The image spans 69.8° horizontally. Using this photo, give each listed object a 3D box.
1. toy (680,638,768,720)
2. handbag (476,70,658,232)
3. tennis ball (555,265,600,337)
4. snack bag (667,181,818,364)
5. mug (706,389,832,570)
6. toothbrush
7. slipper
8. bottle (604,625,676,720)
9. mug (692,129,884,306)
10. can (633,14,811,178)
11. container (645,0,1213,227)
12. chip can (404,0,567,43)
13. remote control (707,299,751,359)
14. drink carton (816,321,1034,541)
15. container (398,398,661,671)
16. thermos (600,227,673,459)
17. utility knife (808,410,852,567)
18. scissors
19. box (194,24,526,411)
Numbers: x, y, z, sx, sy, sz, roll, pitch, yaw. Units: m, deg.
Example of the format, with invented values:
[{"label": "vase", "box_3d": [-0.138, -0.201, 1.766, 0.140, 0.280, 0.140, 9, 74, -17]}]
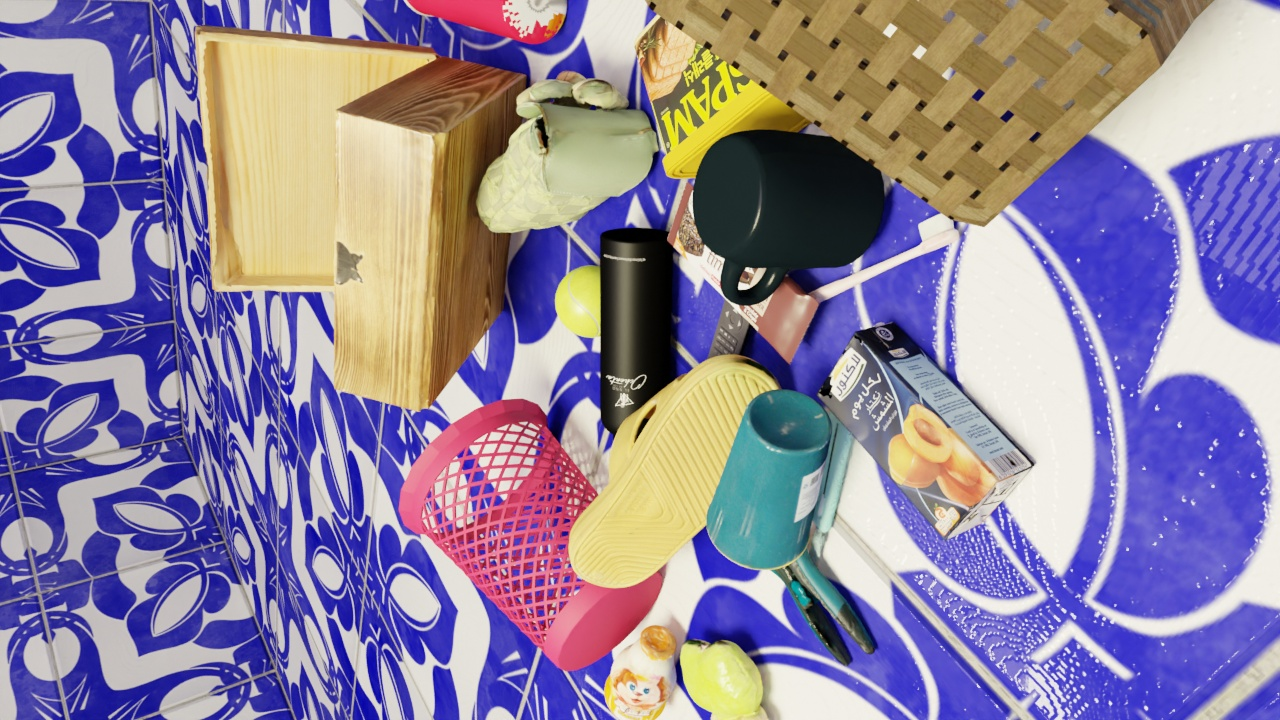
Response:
[{"label": "toy", "box_3d": [0.077, 0.295, 0.794, 0.092, 0.046, 0.115, -28, 84, 56]}, {"label": "handbag", "box_3d": [-0.077, -0.183, 0.800, 0.187, 0.113, 0.117, -22, 76, 56]}, {"label": "tennis ball", "box_3d": [-0.045, -0.053, 0.832, 0.065, 0.065, 0.065, 23, 119, 50]}, {"label": "snack bag", "box_3d": [0.071, -0.068, 0.680, 0.158, 0.013, 0.057, 50, 136, 33]}, {"label": "mug", "box_3d": [0.093, 0.082, 0.644, 0.078, 0.078, 0.122, 50, 149, 34]}, {"label": "toothbrush", "box_3d": [0.138, -0.056, 0.617, 0.182, 0.015, 0.018, -28, 71, 54]}, {"label": "slipper", "box_3d": [0.025, 0.086, 0.750, 0.264, 0.099, 0.078, -54, 20, 31]}, {"label": "bottle", "box_3d": [0.004, 0.299, 0.881, 0.063, 0.063, 0.109, 49, 138, 35]}, {"label": "mug", "box_3d": [0.086, -0.088, 0.597, 0.085, 0.094, 0.122, 55, 136, 42]}, {"label": "can", "box_3d": [0.063, -0.201, 0.625, 0.136, 0.075, 0.104, -27, 76, 55]}, {"label": "container", "box_3d": [0.134, -0.205, 0.450, 0.250, 0.185, 0.158, 34, 139, -4]}, {"label": "chip can", "box_3d": [-0.157, -0.357, 0.889, 0.221, 0.069, 0.069, 33, 126, 45]}, {"label": "remote control", "box_3d": [0.080, -0.044, 0.703, 0.032, 0.015, 0.137, 45, 134, 38]}, {"label": "drink carton", "box_3d": [0.173, 0.041, 0.577, 0.130, 0.040, 0.064, 53, 138, 31]}, {"label": "container", "box_3d": [-0.099, 0.179, 0.909, 0.226, 0.182, 0.184, 42, 133, 30]}, {"label": "thermos", "box_3d": [-0.005, 0.004, 0.798, 0.061, 0.061, 0.231, 25, 120, 49]}, {"label": "utility knife", "box_3d": [0.137, 0.112, 0.679, 0.022, 0.015, 0.180, 36, 132, 45]}, {"label": "scissors", "box_3d": [0.121, 0.170, 0.699, 0.128, 0.019, 0.140, 12, 116, 45]}, {"label": "box", "box_3d": [-0.295, -0.168, 0.924, 0.315, 0.281, 0.280, 14, 121, 8]}]
